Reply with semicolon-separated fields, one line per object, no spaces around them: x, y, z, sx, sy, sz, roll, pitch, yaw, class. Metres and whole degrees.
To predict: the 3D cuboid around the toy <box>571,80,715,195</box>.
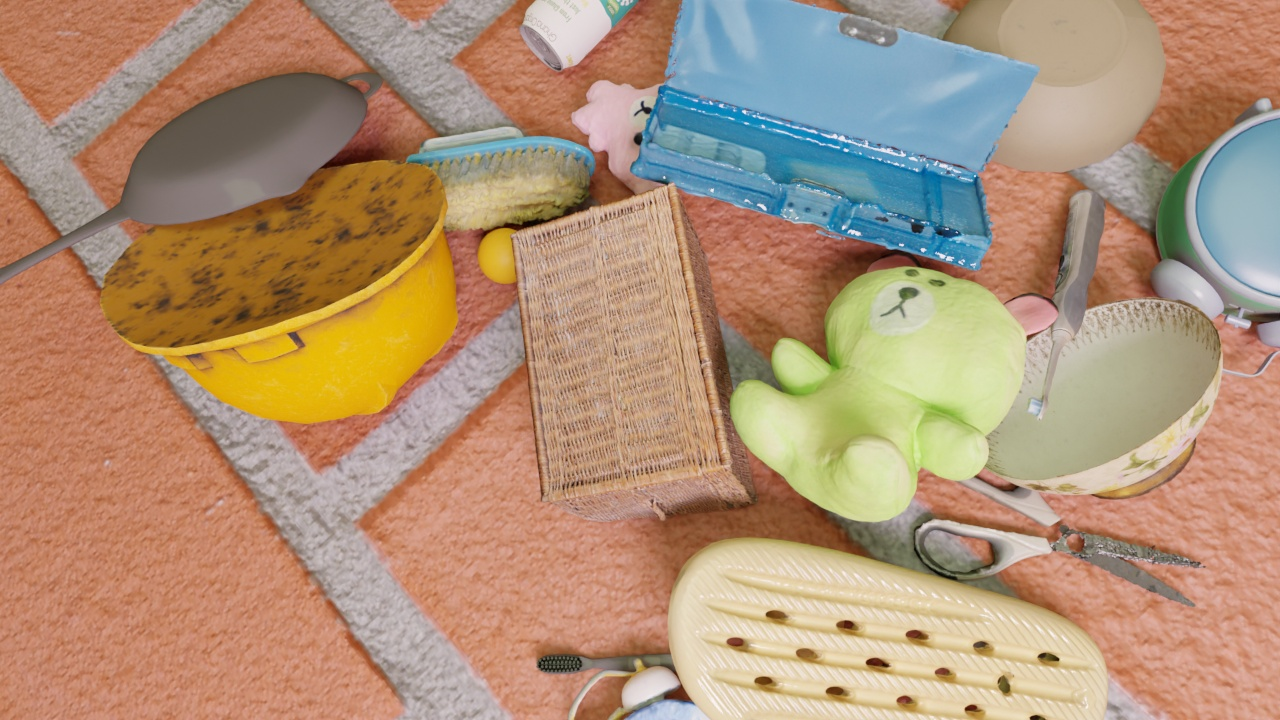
-0.002;-0.168;0.667;0.096;0.053;0.099;29;75;2;toy

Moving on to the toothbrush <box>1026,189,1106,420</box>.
0.265;-0.036;0.569;0.024;0.022;0.185;21;60;10;toothbrush

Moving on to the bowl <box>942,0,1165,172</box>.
0.284;-0.209;0.632;0.152;0.050;0.152;-3;73;9;bowl

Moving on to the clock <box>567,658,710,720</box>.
0.012;0.237;0.546;0.125;0.052;0.088;37;83;18;clock

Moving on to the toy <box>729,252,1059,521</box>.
0.152;0.017;0.552;0.196;0.107;0.150;-31;37;-31;toy

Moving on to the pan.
-0.349;-0.134;0.670;0.353;0.024;0.216;-36;44;-18;pan

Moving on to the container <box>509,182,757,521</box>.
-0.004;0.003;0.587;0.113;0.114;0.198;-13;70;11;container

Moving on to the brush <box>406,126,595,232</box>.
-0.100;-0.141;0.680;0.136;0.055;0.075;-7;51;8;brush

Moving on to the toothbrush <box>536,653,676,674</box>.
0.015;0.191;0.581;0.167;0.013;0.012;-3;73;7;toothbrush

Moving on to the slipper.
0.137;0.173;0.534;0.261;0.079;0.111;12;78;-6;slipper

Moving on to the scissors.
0.246;0.113;0.563;0.150;0.012;0.165;-35;71;-1;scissors

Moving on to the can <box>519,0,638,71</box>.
-0.042;-0.275;0.707;0.055;0.055;0.101;40;84;18;can

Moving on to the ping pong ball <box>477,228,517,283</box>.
-0.098;-0.076;0.665;0.040;0.040;0.040;-3;73;9;ping pong ball

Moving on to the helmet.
-0.220;-0.031;0.622;0.256;0.131;0.204;9;45;33;helmet

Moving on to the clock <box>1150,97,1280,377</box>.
0.384;-0.069;0.565;0.122;0.075;0.161;21;91;14;clock

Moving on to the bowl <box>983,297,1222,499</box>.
0.274;0.034;0.538;0.145;0.145;0.063;-46;109;-5;bowl

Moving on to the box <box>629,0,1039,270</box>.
0.121;-0.150;0.574;0.231;0.112;0.094;16;45;1;box
